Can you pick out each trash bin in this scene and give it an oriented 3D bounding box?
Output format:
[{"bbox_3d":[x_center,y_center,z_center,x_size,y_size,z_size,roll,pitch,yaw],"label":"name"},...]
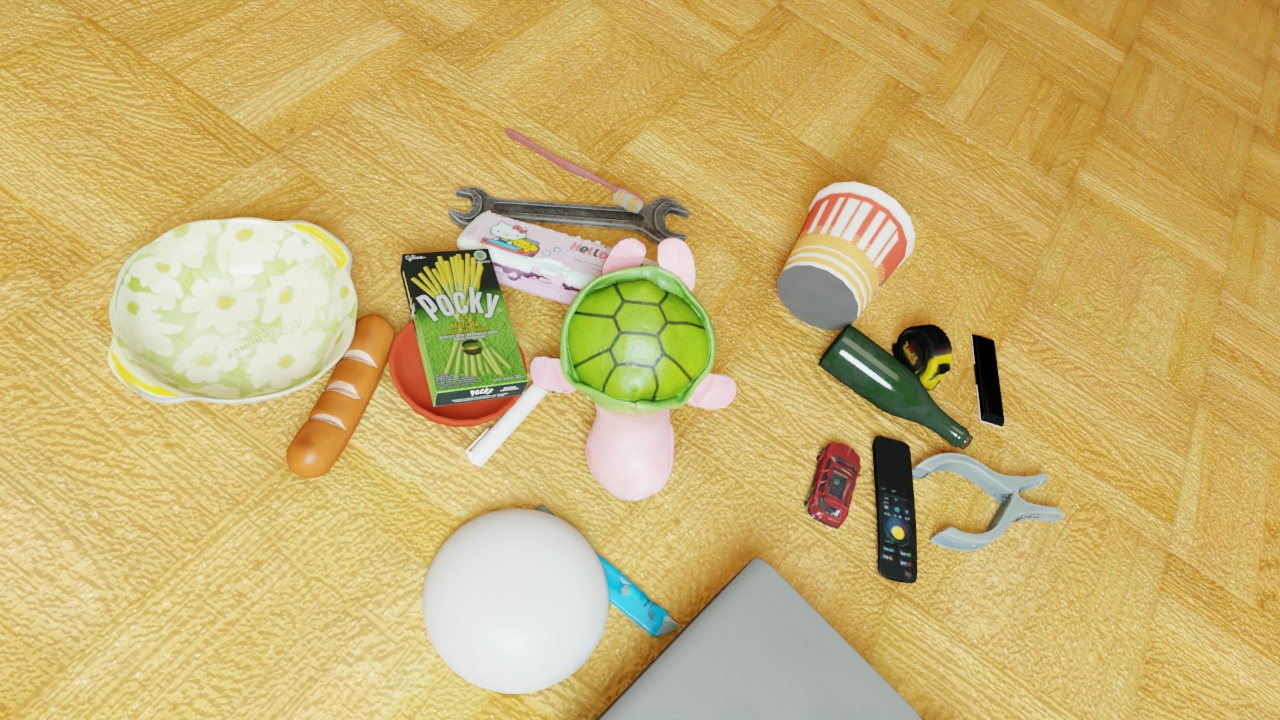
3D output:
[{"bbox_3d":[0.073,0.292,0.686,0.192,0.098,0.219,44,53,12],"label":"trash bin"}]

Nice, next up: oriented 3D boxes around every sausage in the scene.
[{"bbox_3d":[-0.252,0.030,0.780,0.039,0.044,0.163,5,51,14],"label":"sausage"}]

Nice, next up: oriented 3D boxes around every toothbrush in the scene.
[{"bbox_3d":[-0.077,-0.214,1.023,0.184,0.015,0.015,31,50,9],"label":"toothbrush"}]

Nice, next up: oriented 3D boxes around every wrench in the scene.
[{"bbox_3d":[-0.071,-0.159,0.997,0.273,0.010,0.070,1,57,-19],"label":"wrench"}]

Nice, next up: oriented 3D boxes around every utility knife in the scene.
[{"bbox_3d":[-0.032,0.179,0.777,0.158,0.015,0.031,38,57,6],"label":"utility knife"}]

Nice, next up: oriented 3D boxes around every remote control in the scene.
[{"bbox_3d":[0.248,0.144,0.900,0.041,0.020,0.151,15,54,-10],"label":"remote control"},{"bbox_3d":[0.395,0.020,1.044,0.028,0.012,0.124,16,53,-9],"label":"remote control"}]

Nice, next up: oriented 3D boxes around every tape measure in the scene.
[{"bbox_3d":[0.309,-0.009,1.000,0.038,0.063,0.067,-6,58,-24],"label":"tape measure"}]

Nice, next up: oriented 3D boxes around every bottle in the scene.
[{"bbox_3d":[0.272,0.035,0.962,0.174,0.055,0.055,37,53,5],"label":"bottle"}]

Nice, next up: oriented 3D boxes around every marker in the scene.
[{"bbox_3d":[-0.112,0.045,0.837,0.020,0.017,0.133,35,52,6],"label":"marker"}]

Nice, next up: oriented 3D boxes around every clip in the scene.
[{"bbox_3d":[0.347,0.119,0.949,0.171,0.029,0.143,-7,61,-25],"label":"clip"}]

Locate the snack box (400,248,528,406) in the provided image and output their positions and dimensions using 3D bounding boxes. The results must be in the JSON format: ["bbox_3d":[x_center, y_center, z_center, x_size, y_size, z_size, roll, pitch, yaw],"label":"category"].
[{"bbox_3d":[-0.160,-0.033,0.822,0.080,0.025,0.147,-7,60,-24],"label":"snack box"}]

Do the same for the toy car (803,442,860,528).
[{"bbox_3d":[0.188,0.118,0.888,0.042,0.036,0.091,27,46,0],"label":"toy car"}]

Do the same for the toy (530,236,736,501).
[{"bbox_3d":[-0.005,0.005,0.821,0.190,0.088,0.238,8,84,-1],"label":"toy"}]

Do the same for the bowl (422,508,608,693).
[{"bbox_3d":[-0.095,0.181,0.723,0.149,0.043,0.149,6,59,-10],"label":"bowl"}]

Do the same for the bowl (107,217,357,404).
[{"bbox_3d":[-0.340,-0.033,0.781,0.188,0.060,0.218,36,53,5],"label":"bowl"}]

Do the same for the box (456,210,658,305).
[{"bbox_3d":[-0.078,-0.098,0.904,0.202,0.045,0.086,17,45,8],"label":"box"}]

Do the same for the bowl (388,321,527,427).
[{"bbox_3d":[-0.166,0.013,0.829,0.122,0.035,0.121,10,54,-14],"label":"bowl"}]

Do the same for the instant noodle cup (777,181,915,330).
[{"bbox_3d":[0.218,-0.108,1.006,0.123,0.124,0.120,34,60,4],"label":"instant noodle cup"}]
